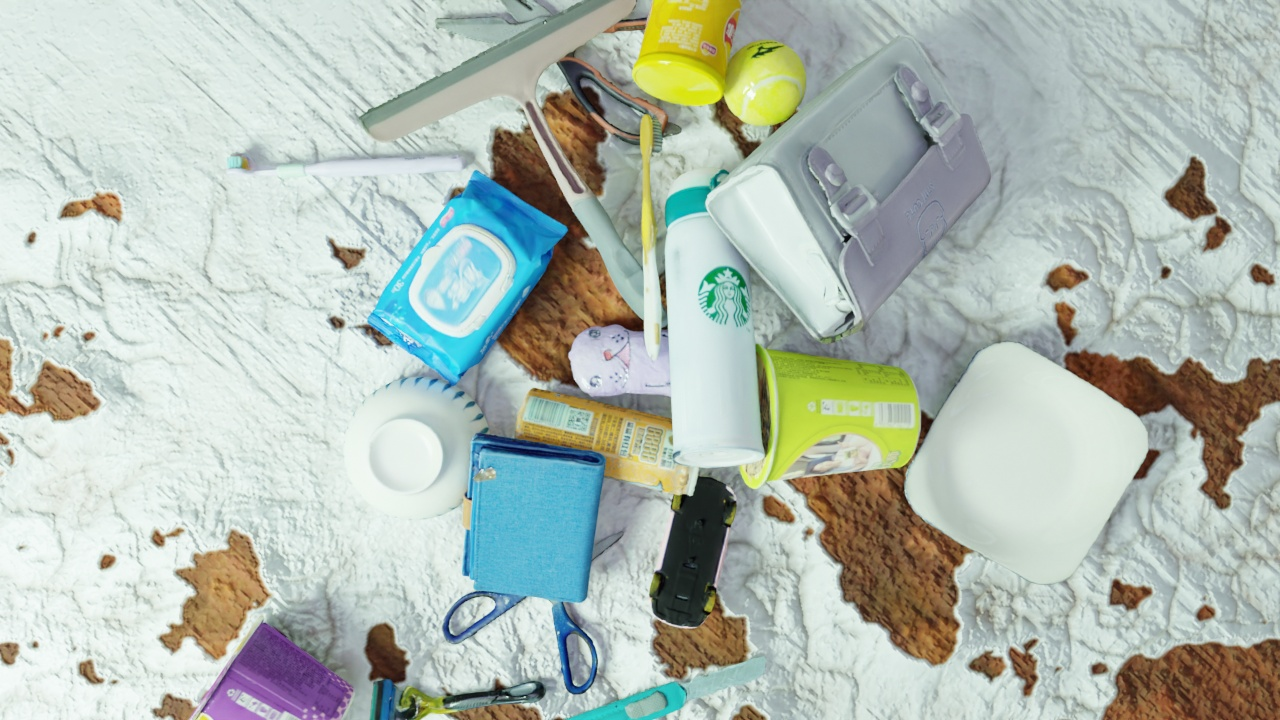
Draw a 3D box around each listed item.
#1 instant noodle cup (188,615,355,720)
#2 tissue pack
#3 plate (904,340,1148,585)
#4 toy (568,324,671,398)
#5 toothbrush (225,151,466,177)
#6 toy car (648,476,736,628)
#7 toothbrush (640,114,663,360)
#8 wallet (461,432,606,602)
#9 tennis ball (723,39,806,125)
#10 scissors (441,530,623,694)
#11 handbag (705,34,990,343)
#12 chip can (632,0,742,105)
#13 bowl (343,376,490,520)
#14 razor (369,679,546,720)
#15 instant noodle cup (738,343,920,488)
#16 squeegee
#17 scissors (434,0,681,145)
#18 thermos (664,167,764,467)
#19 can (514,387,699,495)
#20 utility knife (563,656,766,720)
[{"bbox_3d":[-0.286,0.271,0.713,0.099,0.111,0.111,34,90,-11],"label":"instant noodle cup"},{"bbox_3d":[-0.137,-0.067,0.728,0.095,0.052,0.157,36,91,-2],"label":"tissue pack"},{"bbox_3d":[0.309,0.083,0.748,0.163,0.034,0.164,31,90,-1],"label":"plate"},{"bbox_3d":[-0.004,0.004,0.737,0.108,0.039,0.083,5,71,-2],"label":"toy"},{"bbox_3d":[-0.236,-0.159,0.742,0.189,0.029,0.021,-1,132,-2],"label":"toothbrush"},{"bbox_3d":[0.043,0.155,0.746,0.056,0.037,0.122,15,79,1],"label":"toy car"},{"bbox_3d":[0.010,-0.096,0.715,0.018,0.016,0.191,-2,90,-31],"label":"toothbrush"},{"bbox_3d":[-0.086,0.124,0.713,0.106,0.040,0.133,9,114,1],"label":"wallet"},{"bbox_3d":[0.097,-0.218,0.722,0.065,0.065,0.065,0,91,-1],"label":"tennis ball"},{"bbox_3d":[-0.085,0.195,0.756,0.162,0.012,0.173,-12,89,-1],"label":"scissors"},{"bbox_3d":[0.165,-0.129,0.680,0.196,0.099,0.145,-44,104,-27],"label":"handbag"},{"bbox_3d":[0.051,-0.309,0.704,0.072,0.072,0.213,13,84,-1],"label":"chip can"},{"bbox_3d":[-0.180,0.071,0.724,0.116,0.066,0.116,0,92,-1],"label":"bowl"},{"bbox_3d":[-0.148,0.279,0.753,0.142,0.022,0.042,-5,47,-4],"label":"razor"},{"bbox_3d":[0.145,0.044,0.715,0.123,0.112,0.111,1,91,-10],"label":"instant noodle cup"},{"bbox_3d":[-0.047,-0.132,0.720,0.247,0.040,0.249,-34,102,-19],"label":"squeegee"},{"bbox_3d":[-0.051,-0.258,0.745,0.227,0.015,0.189,-15,92,0],"label":"scissors"},{"bbox_3d":[0.054,-0.036,0.691,0.073,0.073,0.224,-2,73,-1],"label":"thermos"},{"bbox_3d":[-0.024,0.064,0.726,0.146,0.058,0.058,13,91,3],"label":"can"},{"bbox_3d":[0.000,0.287,0.759,0.223,0.013,0.029,-20,92,0],"label":"utility knife"}]
